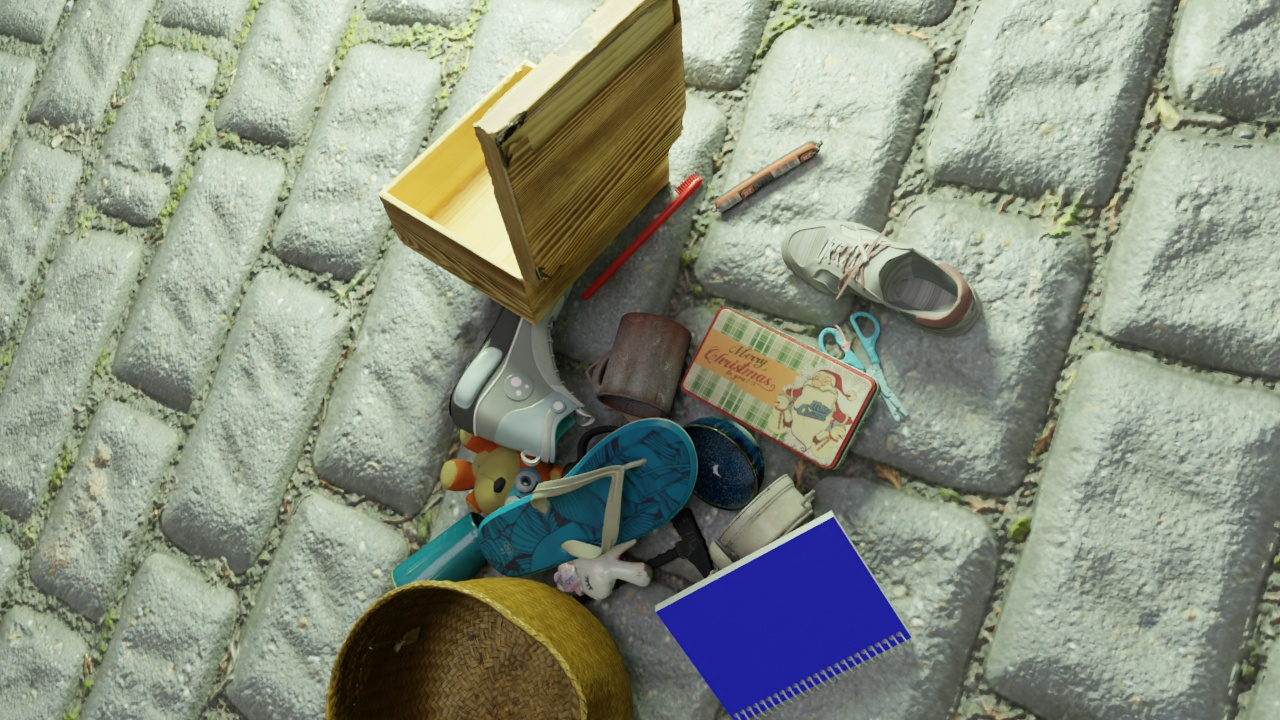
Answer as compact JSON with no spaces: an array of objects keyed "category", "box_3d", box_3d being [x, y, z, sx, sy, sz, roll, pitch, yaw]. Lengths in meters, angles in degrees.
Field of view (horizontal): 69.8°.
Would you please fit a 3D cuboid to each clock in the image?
[{"category":"clock","box_3d":[0.124,0.192,0.983,0.157,0.103,0.061,-43,73,-1]}]

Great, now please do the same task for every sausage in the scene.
[{"category":"sausage","box_3d":[0.152,-0.224,1.114,0.155,0.020,0.020,-31,69,12]}]

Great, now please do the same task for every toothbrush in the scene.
[{"category":"toothbrush","box_3d":[-0.002,-0.157,1.162,0.212,0.012,0.018,-45,67,6]}]

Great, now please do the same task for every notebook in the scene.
[{"category":"notebook","box_3d":[0.150,0.274,0.952,0.209,0.022,0.171,-31,103,12]}]

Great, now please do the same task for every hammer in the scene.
[{"category":"hammer","box_3d":[-0.064,0.287,1.083,0.325,0.015,0.095,-29,69,14]}]

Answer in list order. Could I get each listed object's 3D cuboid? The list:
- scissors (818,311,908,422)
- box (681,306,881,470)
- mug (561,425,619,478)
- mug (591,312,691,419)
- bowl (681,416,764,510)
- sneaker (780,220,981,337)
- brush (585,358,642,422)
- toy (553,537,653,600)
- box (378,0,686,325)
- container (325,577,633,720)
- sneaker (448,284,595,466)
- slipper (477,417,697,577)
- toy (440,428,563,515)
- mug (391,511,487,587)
[{"category":"scissors","box_3d":[0.264,0.005,1.024,0.076,0.015,0.141,-42,73,12]},{"category":"box","box_3d":[0.156,0.030,1.034,0.205,0.051,0.117,30,94,25]},{"category":"mug","box_3d":[-0.039,0.133,1.073,0.088,0.078,0.113,-13,74,18]},{"category":"mug","box_3d":[-0.006,0.006,1.084,0.123,0.096,0.110,5,67,38]},{"category":"bowl","box_3d":[0.095,0.105,1.028,0.114,0.115,0.060,27,46,24]},{"category":"sneaker","box_3d":[0.256,-0.102,1.007,0.236,0.089,0.099,26,88,24]},{"category":"brush","box_3d":[-0.020,0.051,1.119,0.050,0.015,0.135,-36,68,9]},{"category":"toy","box_3d":[-0.047,0.237,1.059,0.123,0.038,0.079,-24,77,19]},{"category":"box","box_3d":[-0.116,-0.255,1.011,0.286,0.337,0.278,32,65,19]},{"category":"container","box_3d":[-0.163,0.384,0.994,0.307,0.196,0.306,-2,83,19]},{"category":"sneaker","box_3d":[-0.107,0.000,1.113,0.160,0.093,0.256,27,65,9]},{"category":"slipper","box_3d":[-0.063,0.167,1.007,0.295,0.060,0.118,-30,99,20]},{"category":"toy","box_3d":[-0.158,0.146,1.115,0.176,0.096,0.112,25,93,13]},{"category":"mug","box_3d":[-0.234,0.247,1.129,0.121,0.078,0.078,-41,67,2]}]
